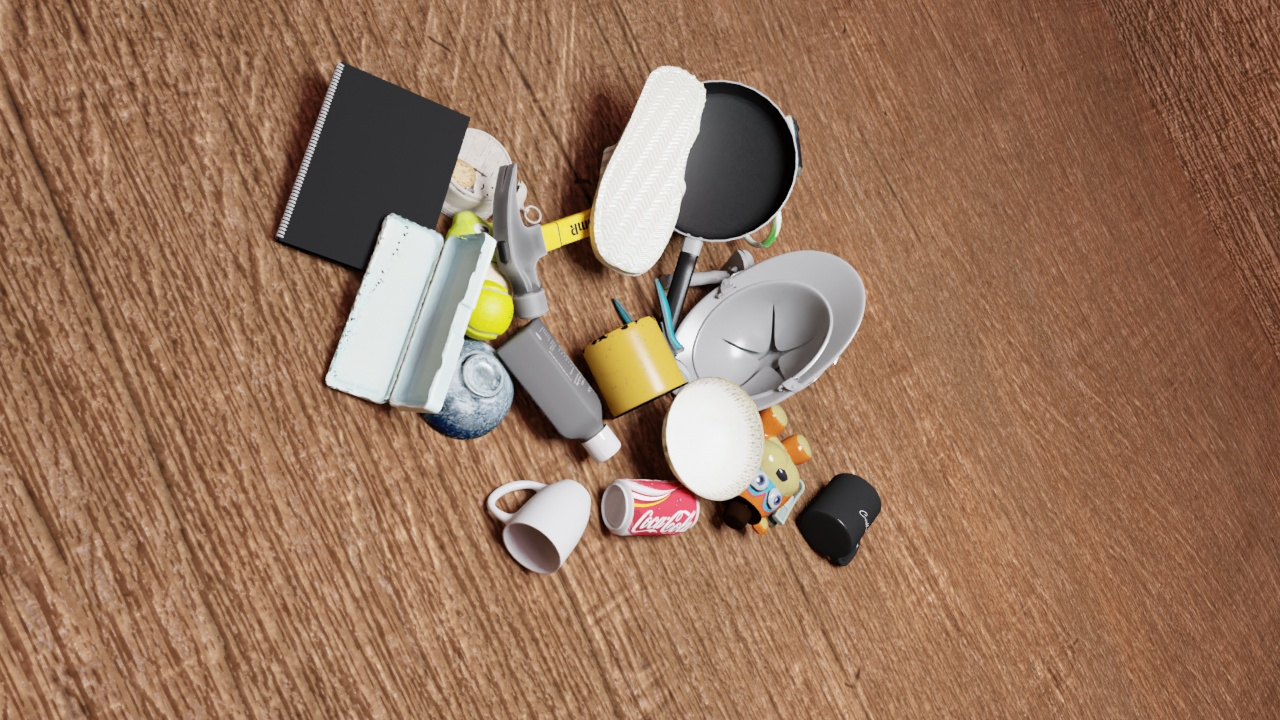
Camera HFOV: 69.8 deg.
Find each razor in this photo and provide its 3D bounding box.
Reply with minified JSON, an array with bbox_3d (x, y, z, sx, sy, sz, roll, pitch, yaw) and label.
[{"bbox_3d":[0.083,-0.110,1.230,0.116,0.088,0.047,-7,73,-18],"label":"razor"}]

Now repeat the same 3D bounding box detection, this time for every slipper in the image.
[{"bbox_3d":[0.010,-0.234,1.129,0.114,0.054,0.272,20,80,-18],"label":"slipper"}]

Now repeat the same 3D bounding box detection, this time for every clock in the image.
[{"bbox_3d":[-0.180,-0.209,1.070,0.157,0.061,0.103,32,58,-21],"label":"clock"}]

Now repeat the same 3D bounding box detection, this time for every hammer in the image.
[{"bbox_3d":[-0.063,-0.174,1.129,0.323,0.034,0.170,-29,112,-50],"label":"hammer"}]

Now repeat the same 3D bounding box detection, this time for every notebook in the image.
[{"bbox_3d":[-0.281,-0.196,0.978,0.149,0.016,0.206,19,76,-22],"label":"notebook"}]

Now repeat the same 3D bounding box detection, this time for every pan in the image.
[{"bbox_3d":[0.076,-0.181,1.185,0.204,0.044,0.355,17,93,3],"label":"pan"}]

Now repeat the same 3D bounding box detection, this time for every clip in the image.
[{"bbox_3d":[0.191,0.187,1.218,0.023,0.043,0.075,49,53,-13],"label":"clip"}]

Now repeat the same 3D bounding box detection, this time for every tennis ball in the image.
[{"bbox_3d":[-0.170,-0.054,0.987,0.065,0.066,0.065,14,65,-32],"label":"tennis ball"}]

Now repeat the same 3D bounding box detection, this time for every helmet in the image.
[{"bbox_3d":[0.172,-0.019,1.198,0.183,0.271,0.117,60,8,27],"label":"helmet"}]

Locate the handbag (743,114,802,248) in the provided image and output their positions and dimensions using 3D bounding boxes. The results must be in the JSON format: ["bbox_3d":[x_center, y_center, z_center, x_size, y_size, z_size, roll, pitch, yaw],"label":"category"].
[{"bbox_3d":[0.152,-0.240,1.269,0.073,0.152,0.176,3,72,-36],"label":"handbag"}]

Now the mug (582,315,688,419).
[{"bbox_3d":[-0.007,0.006,1.102,0.094,0.100,0.123,64,10,3],"label":"mug"}]

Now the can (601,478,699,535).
[{"bbox_3d":[0.012,0.171,1.067,0.104,0.064,0.064,7,69,-35],"label":"can"}]

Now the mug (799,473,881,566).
[{"bbox_3d":[0.273,0.223,1.241,0.087,0.078,0.114,-39,124,-39],"label":"mug"}]

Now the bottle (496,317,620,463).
[{"bbox_3d":[-0.086,0.038,1.031,0.174,0.046,0.083,54,8,-9],"label":"bottle"}]

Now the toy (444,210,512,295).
[{"bbox_3d":[-0.180,-0.109,1.044,0.092,0.043,0.117,16,66,-35],"label":"toy"}]

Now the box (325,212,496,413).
[{"bbox_3d":[-0.232,-0.050,0.940,0.126,0.074,0.197,17,73,-8],"label":"box"}]

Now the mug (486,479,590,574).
[{"bbox_3d":[-0.109,0.163,0.988,0.107,0.071,0.089,31,43,9],"label":"mug"}]

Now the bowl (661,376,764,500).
[{"bbox_3d":[0.073,0.095,1.098,0.145,0.063,0.145,5,80,-32],"label":"bowl"}]

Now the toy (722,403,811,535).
[{"bbox_3d":[0.153,0.142,1.171,0.112,0.096,0.175,49,62,-20],"label":"toy"}]

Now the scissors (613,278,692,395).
[{"bbox_3d":[0.021,-0.036,1.160,0.156,0.019,0.124,25,92,2],"label":"scissors"}]

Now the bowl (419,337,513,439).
[{"bbox_3d":[-0.181,0.023,0.983,0.114,0.061,0.114,13,65,-31],"label":"bowl"}]
